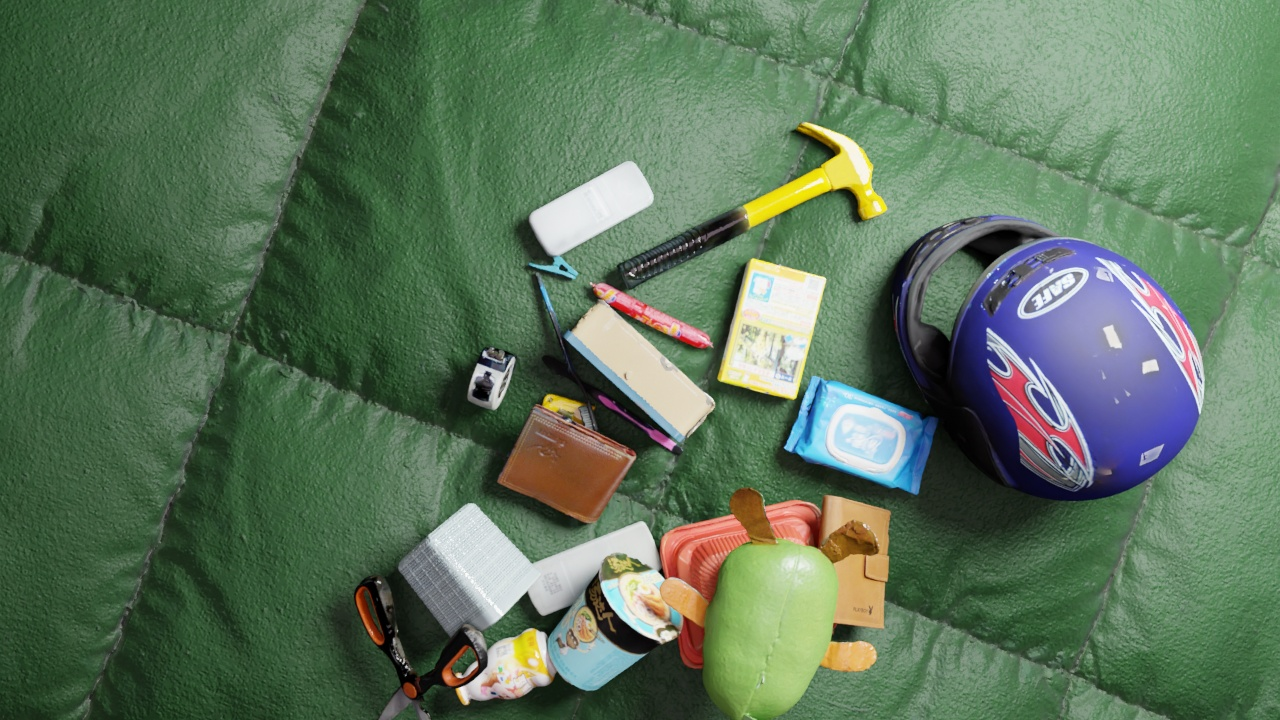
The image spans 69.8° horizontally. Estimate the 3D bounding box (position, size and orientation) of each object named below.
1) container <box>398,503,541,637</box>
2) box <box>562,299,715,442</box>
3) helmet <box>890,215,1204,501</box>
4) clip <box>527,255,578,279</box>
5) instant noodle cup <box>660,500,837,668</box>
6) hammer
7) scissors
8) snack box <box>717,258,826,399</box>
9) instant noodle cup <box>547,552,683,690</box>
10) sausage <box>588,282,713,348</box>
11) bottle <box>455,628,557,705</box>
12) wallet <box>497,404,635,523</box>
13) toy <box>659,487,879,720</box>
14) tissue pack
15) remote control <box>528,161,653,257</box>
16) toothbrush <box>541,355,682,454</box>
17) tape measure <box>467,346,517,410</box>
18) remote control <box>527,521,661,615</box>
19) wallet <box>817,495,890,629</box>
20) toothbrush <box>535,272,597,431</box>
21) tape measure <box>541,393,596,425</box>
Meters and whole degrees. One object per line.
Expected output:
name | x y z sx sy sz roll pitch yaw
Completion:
container | -0.184 0.224 0.971 0.111 0.089 0.090 49 126 0
box | -0.006 0.006 0.983 0.184 0.090 0.061 40 90 1
helmet | 0.405 -0.010 0.918 0.247 0.240 0.315 -36 91 -2
clip | -0.094 -0.106 1.015 0.054 0.013 0.034 27 91 -2
instant noodle cup | 0.126 0.250 0.995 0.188 0.079 0.164 -13 95 -6
hammer | 0.114 -0.158 1.009 0.300 0.033 0.129 -27 91 -1
scissors | -0.234 0.327 0.969 0.221 0.021 0.234 -28 88 33
snack box | 0.144 -0.034 1.013 0.087 0.034 0.140 14 89 -2
instant noodle cup | -0.034 0.285 0.972 0.111 0.111 0.121 41 111 -2
sausage | 0.011 -0.049 1.016 0.156 0.020 0.020 26 90 -1
bottle | -0.147 0.337 0.998 0.108 0.063 0.063 -23 91 -1
wallet | -0.080 0.113 0.991 0.124 0.032 0.101 26 114 -4
toy | 0.129 0.254 0.911 0.227 0.090 0.247 18 97 5
tissue pack | 0.246 0.083 1.007 0.157 0.052 0.095 19 91 -2
remote control | -0.054 -0.166 1.006 0.136 0.020 0.056 -30 88 -7
toothbrush | -0.031 0.050 1.022 0.189 0.018 0.014 35 89 -5
tape measure | -0.161 0.019 0.989 0.033 0.066 0.066 20 88 3
remote control | -0.054 0.230 1.018 0.150 0.021 0.058 -21 93 -1
wallet | 0.229 0.218 0.988 0.107 0.031 0.131 19 73 -37
toothbrush | -0.084 -0.010 1.003 0.016 0.014 0.189 -21 82 -1
tape measure | -0.084 0.067 1.011 0.060 0.029 0.057 16 91 -1
